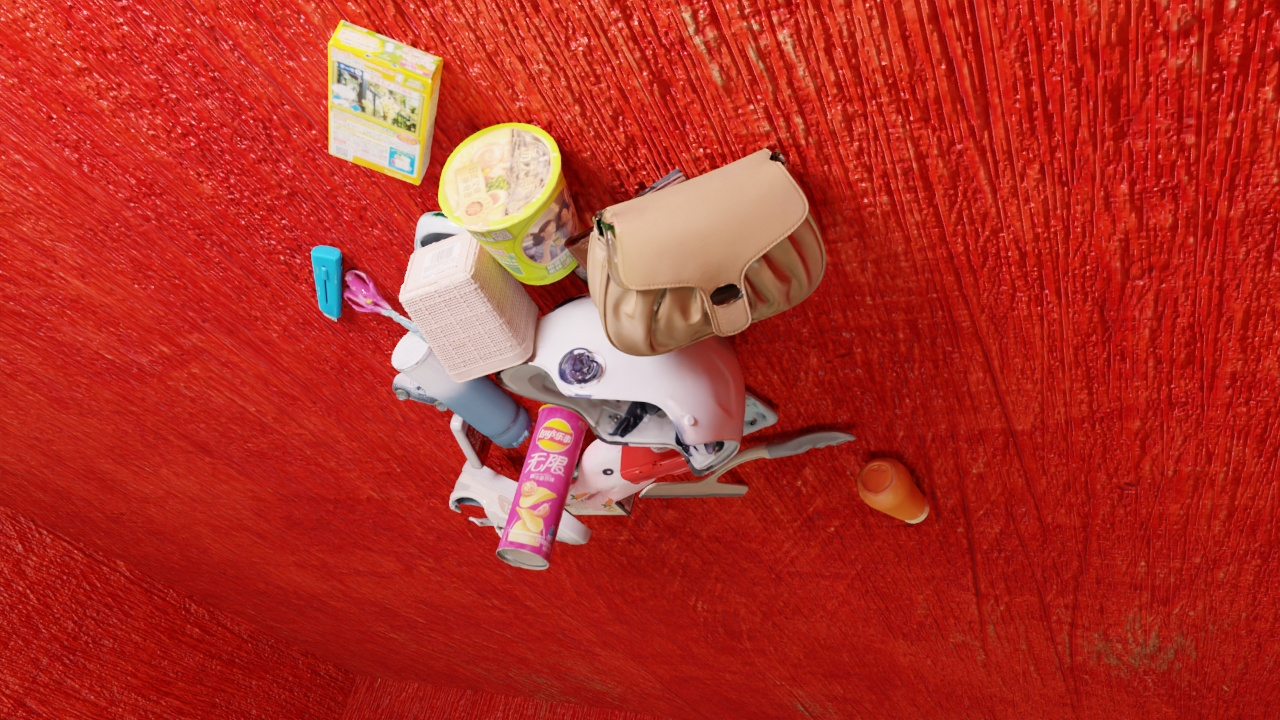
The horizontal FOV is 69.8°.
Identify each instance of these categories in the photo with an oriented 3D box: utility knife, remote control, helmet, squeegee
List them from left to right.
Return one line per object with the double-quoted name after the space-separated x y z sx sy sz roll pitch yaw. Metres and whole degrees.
-0.367 -0.087 1.081 0.034 0.018 0.160 18 150 -7 "utility knife"
-0.238 0.103 1.300 0.020 0.055 0.136 9 149 12 "remote control"
-0.006 0.006 0.949 0.259 0.145 0.229 19 166 18 "helmet"
0.161 0.122 1.171 0.247 0.039 0.246 -26 159 33 "squeegee"

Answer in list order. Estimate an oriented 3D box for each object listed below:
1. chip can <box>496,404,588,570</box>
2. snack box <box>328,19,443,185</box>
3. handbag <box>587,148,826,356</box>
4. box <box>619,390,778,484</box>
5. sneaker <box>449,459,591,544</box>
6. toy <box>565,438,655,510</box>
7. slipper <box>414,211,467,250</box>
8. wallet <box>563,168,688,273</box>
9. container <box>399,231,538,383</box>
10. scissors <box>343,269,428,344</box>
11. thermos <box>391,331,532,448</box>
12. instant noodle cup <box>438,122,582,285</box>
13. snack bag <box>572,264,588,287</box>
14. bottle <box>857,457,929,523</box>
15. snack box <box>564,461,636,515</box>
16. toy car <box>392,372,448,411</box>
-0.126 0.163 1.200 0.071 0.210 0.071 11 149 6 "chip can"
-0.223 -0.218 0.794 0.087 0.033 0.141 19 151 -8 "snack box"
0.056 -0.084 0.776 0.204 0.099 0.148 -21 133 -3 "handbag"
0.074 0.100 1.144 0.101 0.095 0.202 22 148 -33 "box"
-0.189 0.234 1.383 0.242 0.090 0.089 22 165 27 "sneaker"
-0.040 0.157 1.267 0.121 0.054 0.160 20 127 -32 "toy"
-0.194 -0.073 0.978 0.104 0.074 0.246 17 150 -3 "slipper"
0.007 -0.105 0.828 0.124 0.032 0.101 -32 134 6 "wallet"
-0.165 -0.054 0.876 0.090 0.089 0.111 -17 131 16 "container"
-0.297 -0.051 1.084 0.137 0.017 0.084 41 142 -14 "scissors"
-0.224 0.042 1.187 0.070 0.070 0.220 -8 143 33 "thermos"
-0.105 -0.130 0.826 0.112 0.111 0.123 3 155 18 "instant noodle cup"
-0.032 -0.097 0.918 0.048 0.026 0.104 43 140 -20 "snack bag"
0.334 0.175 1.183 0.067 0.066 0.149 -10 149 35 "bottle"
-0.087 0.193 1.386 0.113 0.053 0.125 -6 143 31 "snack box"
-0.286 0.038 1.229 0.090 0.042 0.034 15 122 -7 "toy car"
